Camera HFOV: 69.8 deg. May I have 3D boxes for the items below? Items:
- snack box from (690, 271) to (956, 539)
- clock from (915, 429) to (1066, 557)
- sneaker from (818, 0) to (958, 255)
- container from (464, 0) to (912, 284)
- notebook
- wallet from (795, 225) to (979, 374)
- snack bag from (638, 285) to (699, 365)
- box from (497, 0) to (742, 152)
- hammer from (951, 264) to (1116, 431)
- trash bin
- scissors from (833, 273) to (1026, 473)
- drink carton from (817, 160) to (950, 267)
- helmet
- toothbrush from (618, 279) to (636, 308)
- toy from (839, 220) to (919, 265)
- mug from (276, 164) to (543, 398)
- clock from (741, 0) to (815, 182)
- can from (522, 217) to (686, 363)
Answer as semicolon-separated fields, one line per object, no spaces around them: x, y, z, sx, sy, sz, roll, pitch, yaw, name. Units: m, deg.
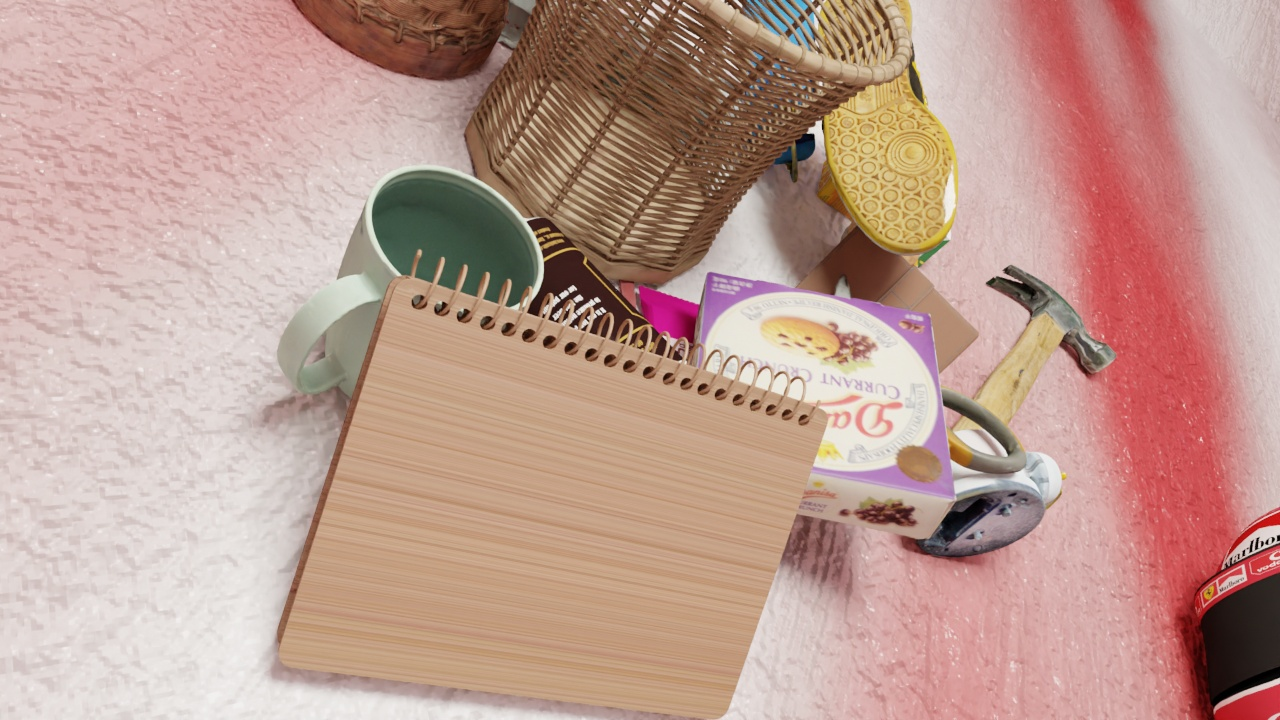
0.099;0.022;0.534;0.143;0.041;0.147;11;46;-1;snack box
0.227;0.091;0.605;0.117;0.083;0.057;13;44;-23;clock
0.186;-0.162;0.702;0.122;0.086;0.238;57;29;-62;sneaker
0.016;-0.183;0.575;0.226;0.197;0.226;20;45;-22;container
-0.026;0.064;0.400;0.210;0.022;0.169;17;93;-25;notebook
0.178;-0.033;0.680;0.121;0.087;0.013;46;0;2;wallet
0.036;0.038;0.554;0.070;0.016;0.196;15;49;-25;snack bag
-0.012;-0.239;0.715;0.199;0.071;0.085;24;65;-18;box
0.311;0.013;0.769;0.132;0.033;0.329;50;43;5;hammer
-0.122;-0.306;0.568;0.151;0.211;0.151;20;46;-23;trash bin
0.126;0.020;0.584;0.225;0.016;0.225;38;53;26;scissors
0.215;-0.144;0.813;0.122;0.041;0.058;33;44;-12;drink carton
0.522;0.205;0.651;0.270;0.198;0.224;12;50;-18;helmet
-0.003;0.003;0.554;0.015;0.016;0.184;12;49;-21;toothbrush
0.198;-0.080;0.740;0.074;0.085;0.105;6;15;16;toy
-0.114;-0.021;0.424;0.084;0.104;0.111;52;43;9;mug
0.114;-0.224;0.750;0.060;0.117;0.161;-4;76;7;clock
-0.037;-0.012;0.491;0.128;0.072;0.071;46;42;11;can
